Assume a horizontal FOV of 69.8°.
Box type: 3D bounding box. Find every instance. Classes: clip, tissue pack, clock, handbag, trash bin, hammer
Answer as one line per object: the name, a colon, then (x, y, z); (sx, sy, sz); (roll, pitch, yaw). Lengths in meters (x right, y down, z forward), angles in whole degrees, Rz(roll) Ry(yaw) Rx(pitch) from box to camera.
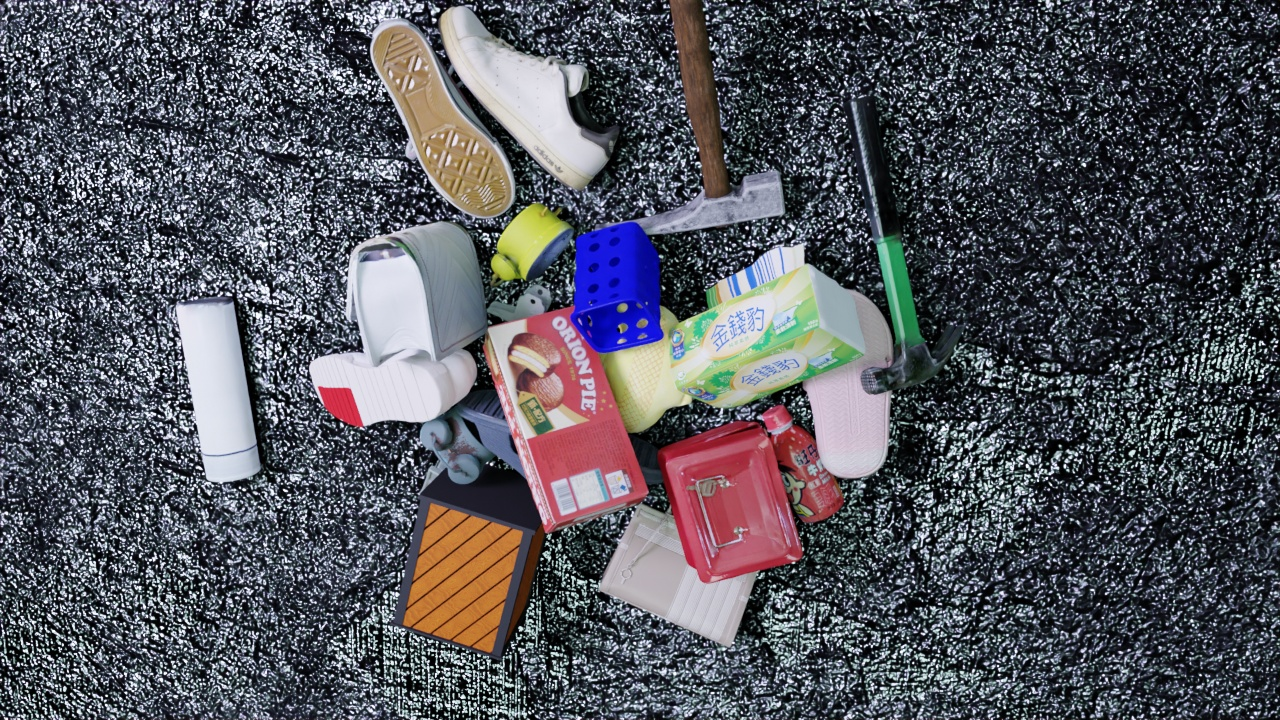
clip: (-0.130, -0.063, 1.111); (0.101, 0.043, 0.054); (25, 117, 1)
tissue pack: (0.131, -0.048, 1.015); (0.198, 0.120, 0.141); (-21, 60, 28)
clock: (-0.130, -0.127, 1.061); (0.057, 0.083, 0.119); (42, 102, 2)
handbag: (-0.248, -0.079, 1.029); (0.096, 0.198, 0.142); (-6, 101, 10)
trash bin: (-0.198, 0.237, 1.124); (0.140, 0.139, 0.172); (17, 104, 4)
clock: (-0.216, 0.099, 1.102); (0.053, 0.124, 0.090); (-38, 96, 11)
hammer: (0.275, -0.131, 1.013); (0.130, 0.032, 0.319); (-15, 95, -18)
handbag: (0.069, 0.226, 1.139); (0.175, 0.062, 0.198); (23, 97, 2)
hammer: (0.027, -0.275, 0.975); (0.218, 0.037, 0.301); (-8, 123, 9)
clip: (-0.264, 0.155, 1.173); (0.023, 0.061, 0.076); (30, 119, 2)

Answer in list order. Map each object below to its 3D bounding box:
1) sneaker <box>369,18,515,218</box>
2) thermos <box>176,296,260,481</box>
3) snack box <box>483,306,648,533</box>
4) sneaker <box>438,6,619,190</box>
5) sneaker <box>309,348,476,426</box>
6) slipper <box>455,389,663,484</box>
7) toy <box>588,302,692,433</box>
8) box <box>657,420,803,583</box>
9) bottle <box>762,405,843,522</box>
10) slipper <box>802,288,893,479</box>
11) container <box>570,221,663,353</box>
sneaker: (-0.224, -0.273, 1.040); (0.118, 0.087, 0.241); (-28, 120, 1)
thermos: (-0.533, 0.037, 1.162); (0.068, 0.067, 0.230); (-3, 102, 8)
snack box: (-0.087, 0.063, 1.031); (0.113, 0.060, 0.236); (-16, 74, -20)
sneaker: (-0.116, -0.307, 1.012); (0.102, 0.088, 0.241); (-38, 100, 22)
sneaker: (-0.294, 0.019, 1.118); (0.237, 0.104, 0.090); (-3, 108, 36)
slipper: (-0.099, 0.110, 1.110); (0.263, 0.101, 0.083); (20, 112, -3)
toy: (-0.006, 0.006, 1.087); (0.155, 0.064, 0.170); (21, 100, 17)
box: (0.098, 0.160, 1.066); (0.137, 0.127, 0.157); (-15, 99, 0)
bottle: (0.186, 0.119, 1.084); (0.062, 0.062, 0.137); (-27, 98, 13)
slipper: (0.239, 0.026, 1.058); (0.107, 0.055, 0.221); (-6, 91, 1)
container: (-0.025, -0.083, 1.027); (0.085, 0.113, 0.084); (-13, 144, 18)
